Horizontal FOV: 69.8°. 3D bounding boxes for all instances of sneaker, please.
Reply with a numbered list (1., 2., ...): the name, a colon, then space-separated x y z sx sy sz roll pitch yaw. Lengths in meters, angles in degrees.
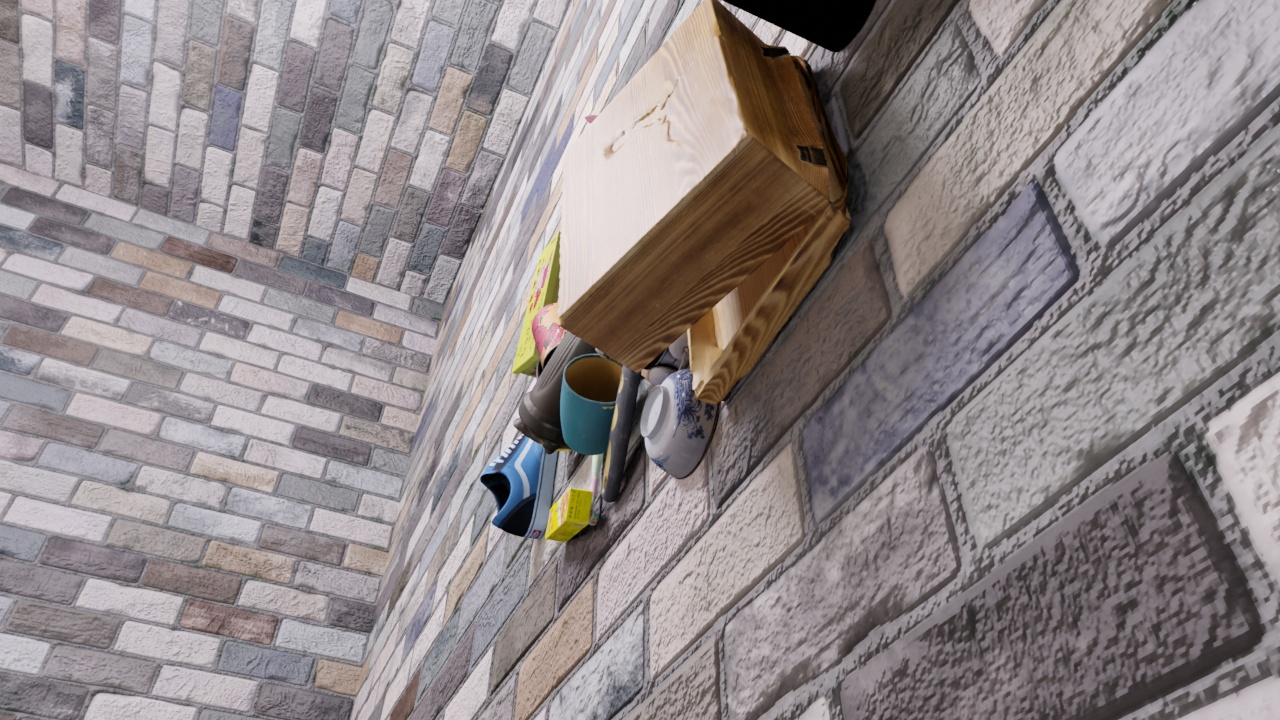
1. sneaker: -0.180 0.147 1.357 0.240 0.098 0.084 -90 24 -44

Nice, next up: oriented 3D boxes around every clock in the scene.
1. clock: 0.034 -0.023 0.980 0.122 0.035 0.095 -93 27 -48

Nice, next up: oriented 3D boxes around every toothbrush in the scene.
1. toothbrush: -0.052 0.131 1.123 0.022 0.015 0.154 80 -169 -49

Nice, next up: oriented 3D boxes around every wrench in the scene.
1. wrench: -0.014 0.034 0.994 0.073 0.022 0.274 -115 32 -62

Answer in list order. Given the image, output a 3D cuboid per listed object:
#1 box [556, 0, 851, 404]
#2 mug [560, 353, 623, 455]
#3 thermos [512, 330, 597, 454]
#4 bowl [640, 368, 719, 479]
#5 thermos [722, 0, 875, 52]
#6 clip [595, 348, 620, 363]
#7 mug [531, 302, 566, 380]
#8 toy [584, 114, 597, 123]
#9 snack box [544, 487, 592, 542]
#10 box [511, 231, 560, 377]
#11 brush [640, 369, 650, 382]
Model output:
1. box: 0.070 -0.152 0.837 0.252 0.192 0.278 -43 30 30
2. mug: -0.050 0.048 1.096 0.111 0.084 0.104 -64 -10 -47
3. thermos: -0.085 0.021 1.216 0.221 0.098 0.098 -59 21 21
4. bowl: 0.031 0.055 0.893 0.114 0.045 0.114 -163 91 -73
5. thermos: 0.106 -0.354 0.813 0.086 0.198 0.086 -163 91 -73
6. clip: -0.021 -0.074 1.055 0.152 0.101 0.126 -53 -9 -3
7. mug: -0.115 -0.009 1.307 0.118 0.081 0.098 -57 32 25
8. toy: -0.006 -0.293 1.242 0.172 0.120 0.221 -33 31 45
9. snack box: -0.088 0.190 1.116 0.148 0.029 0.040 128 151 -66
10. box: -0.140 -0.083 1.498 0.125 0.079 0.220 151 136 -65
11. brush: -0.006 0.006 1.106 0.136 0.015 0.050 -157 84 -73
